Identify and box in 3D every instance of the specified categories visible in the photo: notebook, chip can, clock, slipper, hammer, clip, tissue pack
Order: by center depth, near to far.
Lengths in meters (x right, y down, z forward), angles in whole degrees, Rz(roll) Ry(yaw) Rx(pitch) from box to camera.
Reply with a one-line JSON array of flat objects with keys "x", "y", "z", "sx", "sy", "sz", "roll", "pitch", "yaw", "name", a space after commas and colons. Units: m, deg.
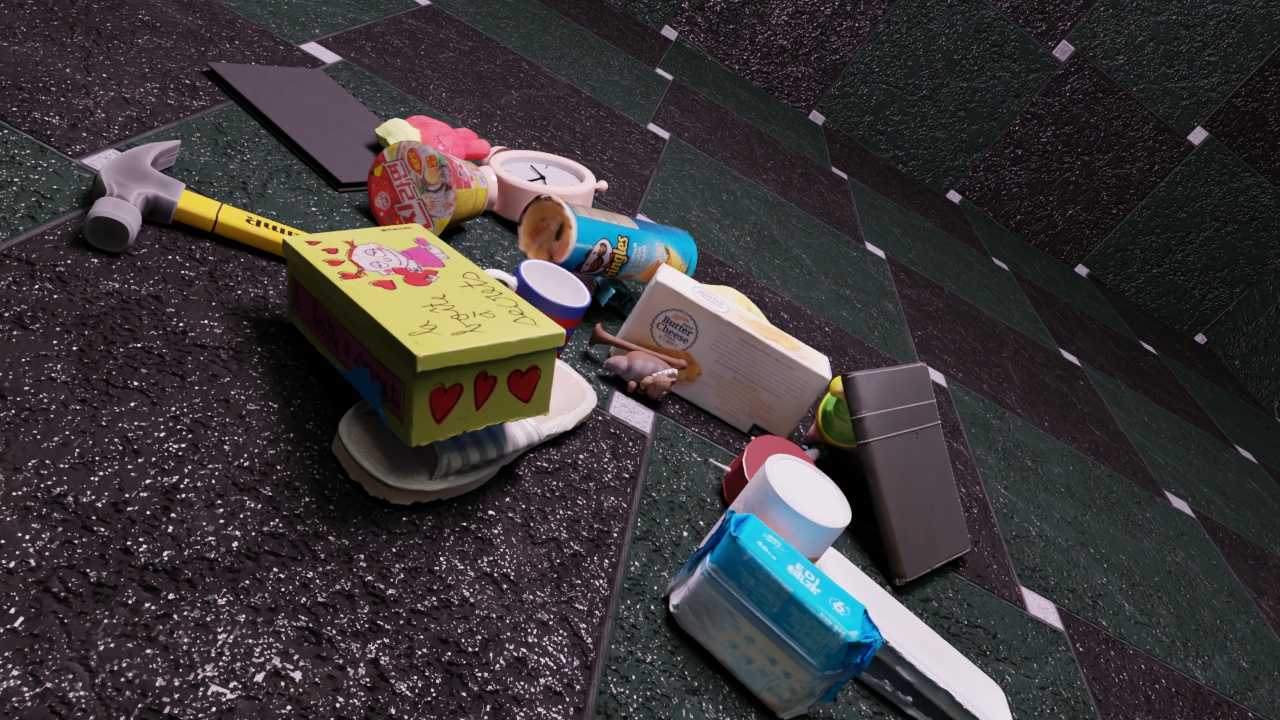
[{"x": 0.095, "y": 0.186, "z": 0.668, "sx": 0.144, "sy": 0.093, "sz": 0.061, "roll": 40, "pitch": 21, "yaw": 14, "name": "tissue pack"}, {"x": -0.124, "y": 0.039, "z": 0.732, "sx": 0.114, "sy": 0.054, "sz": 0.271, "roll": 35, "pitch": 26, "yaw": 18, "name": "slipper"}, {"x": -0.299, "y": -0.102, "z": 0.809, "sx": 0.324, "sy": 0.034, "sz": 0.169, "roll": 20, "pitch": 28, "yaw": -26, "name": "hammer"}, {"x": 0.127, "y": 0.123, "z": 0.838, "sx": 0.087, "sy": 0.044, "sz": 0.124, "roll": -21, "pitch": 67, "yaw": -40, "name": "clock"}, {"x": 0.275, "y": 0.108, "z": 0.936, "sx": 0.169, "sy": 0.030, "sz": 0.209, "roll": -4, "pitch": 82, "yaw": -48, "name": "notebook"}, {"x": -0.030, "y": -0.124, "z": 0.983, "sx": 0.080, "sy": 0.080, "sz": 0.229, "roll": 47, "pitch": 24, "yaw": 27, "name": "chip can"}, {"x": -0.025, "y": -0.068, "z": 1.017, "sx": 0.120, "sy": 0.033, "sz": 0.118, "roll": 47, "pitch": 15, "yaw": 20, "name": "clip"}, {"x": -0.350, "y": -0.267, "z": 1.042, "sx": 0.231, "sy": 0.019, "sz": 0.168, "roll": 40, "pitch": 29, "yaw": 16, "name": "notebook"}, {"x": -0.127, "y": -0.200, "z": 1.115, "sx": 0.160, "sy": 0.086, "sz": 0.130, "roll": 18, "pitch": 29, "yaw": -7, "name": "clock"}]

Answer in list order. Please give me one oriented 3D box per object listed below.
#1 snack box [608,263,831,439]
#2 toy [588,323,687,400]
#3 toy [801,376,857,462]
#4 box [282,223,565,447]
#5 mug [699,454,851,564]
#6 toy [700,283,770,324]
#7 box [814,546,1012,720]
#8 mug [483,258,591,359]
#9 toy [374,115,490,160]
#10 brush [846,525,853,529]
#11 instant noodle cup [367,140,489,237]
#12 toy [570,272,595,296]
[{"x": 0.084, "y": -0.004, "z": 0.957, "sx": 0.208, "sy": 0.104, "sz": 0.057, "roll": 29, "pitch": 27, "yaw": -5, "name": "snack box"}, {"x": -0.005, "y": 0.005, "z": 0.917, "sx": 0.102, "sy": 0.042, "sz": 0.054, "roll": 19, "pitch": 67, "yaw": -6, "name": "toy"}, {"x": 0.217, "y": 0.056, "z": 0.984, "sx": 0.097, "sy": 0.124, "sz": 0.131, "roll": 61, "pitch": 12, "yaw": -5, "name": "toy"}, {"x": -0.168, "y": -0.028, "z": 0.683, "sx": 0.124, "sy": 0.079, "sz": 0.221, "roll": -11, "pitch": 31, "yaw": -37, "name": "box"}, {"x": 0.107, "y": 0.140, "z": 0.739, "sx": 0.082, "sy": 0.105, "sz": 0.082, "roll": 24, "pitch": 28, "yaw": -14, "name": "mug"}, {"x": 0.093, "y": -0.037, "z": 1.070, "sx": 0.155, "sy": 0.065, "sz": 0.170, "roll": 44, "pitch": 30, "yaw": 11, "name": "toy"}, {"x": 0.219, "y": 0.238, "z": 0.757, "sx": 0.213, "sy": 0.063, "sz": 0.118, "roll": 35, "pitch": 25, "yaw": 8, "name": "box"}, {"x": -0.112, "y": -0.047, "z": 0.856, "sx": 0.111, "sy": 0.076, "sz": 0.075, "roll": 13, "pitch": 32, "yaw": -32, "name": "mug"}, {"x": -0.236, "y": -0.249, "z": 1.052, "sx": 0.135, "sy": 0.045, "sz": 0.091, "roll": -8, "pitch": 49, "yaw": -41, "name": "toy"}, {"x": 0.156, "y": 0.130, "z": 0.905, "sx": 0.126, "sy": 0.017, "sz": 0.048, "roll": 29, "pitch": 27, "yaw": -6, "name": "brush"}, {"x": -0.213, "y": -0.179, "z": 0.961, "sx": 0.100, "sy": 0.100, "sz": 0.112, "roll": 36, "pitch": 20, "yaw": 7, "name": "instant noodle cup"}, {"x": -0.084, "y": -0.113, "z": 1.032, "sx": 0.063, "sy": 0.047, "sz": 0.110, "roll": 19, "pitch": 25, "yaw": -42, "name": "toy"}]
